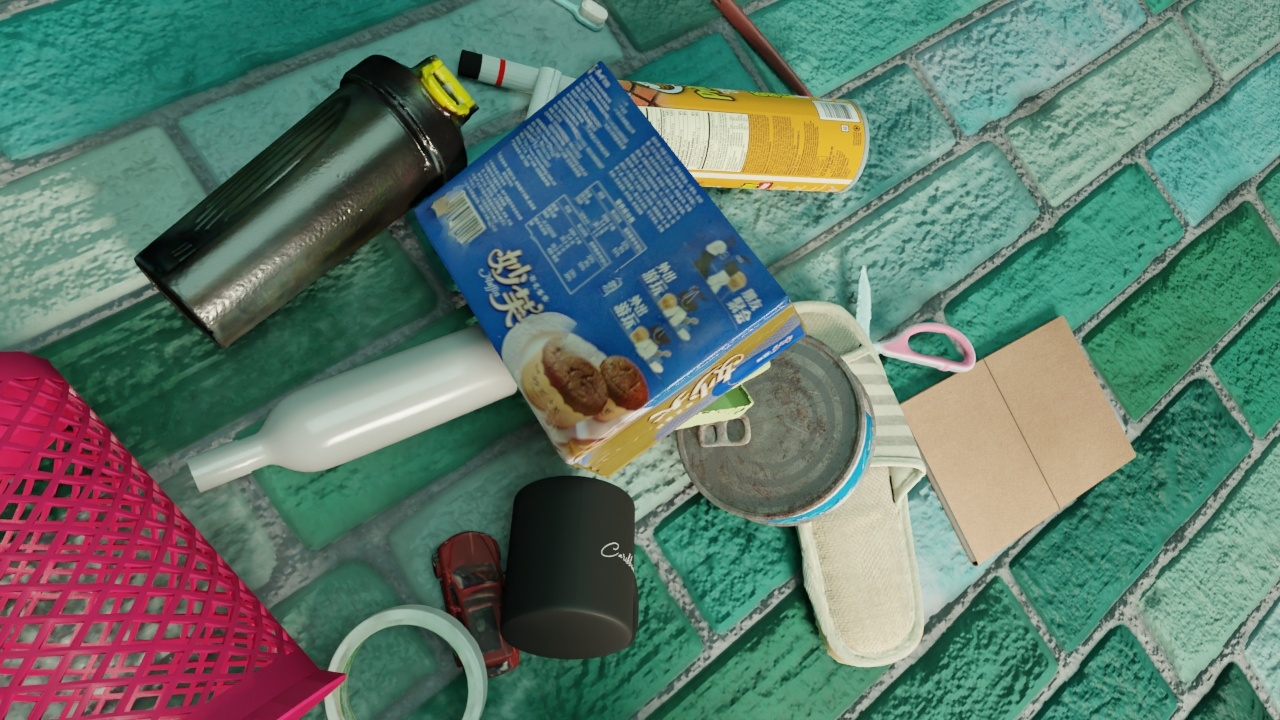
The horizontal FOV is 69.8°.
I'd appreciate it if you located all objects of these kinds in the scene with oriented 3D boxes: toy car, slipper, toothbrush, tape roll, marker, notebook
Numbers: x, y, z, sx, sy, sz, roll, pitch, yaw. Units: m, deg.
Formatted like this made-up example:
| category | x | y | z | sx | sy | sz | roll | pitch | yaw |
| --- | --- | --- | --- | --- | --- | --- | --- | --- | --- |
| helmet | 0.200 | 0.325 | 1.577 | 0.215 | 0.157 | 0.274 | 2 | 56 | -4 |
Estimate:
| category | x | y | z | sx | sy | sz | roll | pitch | yaw |
| --- | --- | --- | --- | --- | --- | --- | --- | --- | --- |
| toy car | -0.102 | 0.152 | 0.575 | 0.042 | 0.036 | 0.091 | -10 | 75 | -23 |
| slipper | 0.150 | 0.086 | 0.673 | 0.114 | 0.054 | 0.272 | -9 | 81 | -15 |
| toothbrush | -0.106 | -0.307 | 0.704 | 0.180 | 0.017 | 0.016 | 27 | 69 | -12 |
| toothbrush | 0.127 | -0.245 | 0.778 | 0.190 | 0.016 | 0.016 | 47 | 60 | -4 |
| tape roll | -0.137 | 0.193 | 0.540 | 0.094 | 0.018 | 0.094 | 0 | 86 | 1 |
| marker | -0.080 | -0.147 | 0.658 | 0.017 | 0.020 | 0.133 | 21 | 78 | -40 |
| marker | -0.063 | -0.206 | 0.691 | 0.145 | 0.019 | 0.019 | 9 | 73 | -19 |
| notebook | 0.323 | 0.062 | 0.778 | 0.208 | 0.008 | 0.141 | -24 | 86 | -25 |

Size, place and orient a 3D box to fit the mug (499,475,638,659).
| category | x | y | z | sx | sy | sz | roll | pitch | yaw |
| --- | --- | --- | --- | --- | --- | --- | --- | --- | --- |
| mug | -0.034 | 0.138 | 0.576 | 0.113 | 0.078 | 0.087 | 47 | 33 | -43 |

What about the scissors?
| category | x | y | z | sx | sy | sz | roll | pitch | yaw |
| --- | --- | --- | --- | --- | --- | --- | --- | --- | --- |
| scissors | 0.187 | 0.008 | 0.728 | 0.170 | 0.013 | 0.172 | 11 | 77 | -12 |

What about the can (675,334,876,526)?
| category | x | y | z | sx | sy | sz | roll | pitch | yaw |
| --- | --- | --- | --- | --- | --- | --- | --- | --- | --- |
| can | 0.092 | 0.046 | 0.629 | 0.130 | 0.044 | 0.129 | -7 | 73 | 23 |

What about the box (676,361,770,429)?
| category | x | y | z | sx | sy | sz | roll | pitch | yaw |
| --- | --- | --- | --- | --- | --- | --- | --- | --- | --- |
| box | 0.008 | -0.044 | 0.616 | 0.077 | 0.091 | 0.188 | -20 | 66 | -21 |

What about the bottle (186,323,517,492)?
| category | x | y | z | sx | sy | sz | roll | pitch | yaw |
| --- | --- | --- | --- | --- | --- | --- | --- | --- | --- |
| bottle | -0.175 | 0.032 | 0.566 | 0.194 | 0.053 | 0.052 | -23 | 85 | -25 |

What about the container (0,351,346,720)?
| category | x | y | z | sx | sy | sz | roll | pitch | yaw |
| --- | --- | --- | --- | --- | --- | --- | --- | --- | --- |
| container | -0.287 | 0.121 | 0.443 | 0.182 | 0.184 | 0.225 | -35 | 83 | -25 |

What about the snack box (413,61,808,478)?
| category | x | y | z | sx | sy | sz | roll | pitch | yaw |
| --- | --- | --- | --- | --- | --- | --- | --- | --- | --- |
| snack box | -0.022 | -0.056 | 0.562 | 0.155 | 0.069 | 0.202 | -37 | 67 | 5 |

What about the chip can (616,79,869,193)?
| category | x | y | z | sx | sy | sz | roll | pitch | yaw |
| --- | --- | --- | --- | --- | --- | --- | --- | --- | --- |
| chip can | 0.063 | -0.169 | 0.700 | 0.214 | 0.075 | 0.075 | -2 | 77 | -22 |

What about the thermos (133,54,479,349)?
| category | x | y | z | sx | sy | sz | roll | pitch | yaw |
| --- | --- | --- | --- | --- | --- | --- | --- | --- | --- |
| thermos | -0.198 | -0.106 | 0.573 | 0.098 | 0.098 | 0.220 | 46 | 69 | -5 |
